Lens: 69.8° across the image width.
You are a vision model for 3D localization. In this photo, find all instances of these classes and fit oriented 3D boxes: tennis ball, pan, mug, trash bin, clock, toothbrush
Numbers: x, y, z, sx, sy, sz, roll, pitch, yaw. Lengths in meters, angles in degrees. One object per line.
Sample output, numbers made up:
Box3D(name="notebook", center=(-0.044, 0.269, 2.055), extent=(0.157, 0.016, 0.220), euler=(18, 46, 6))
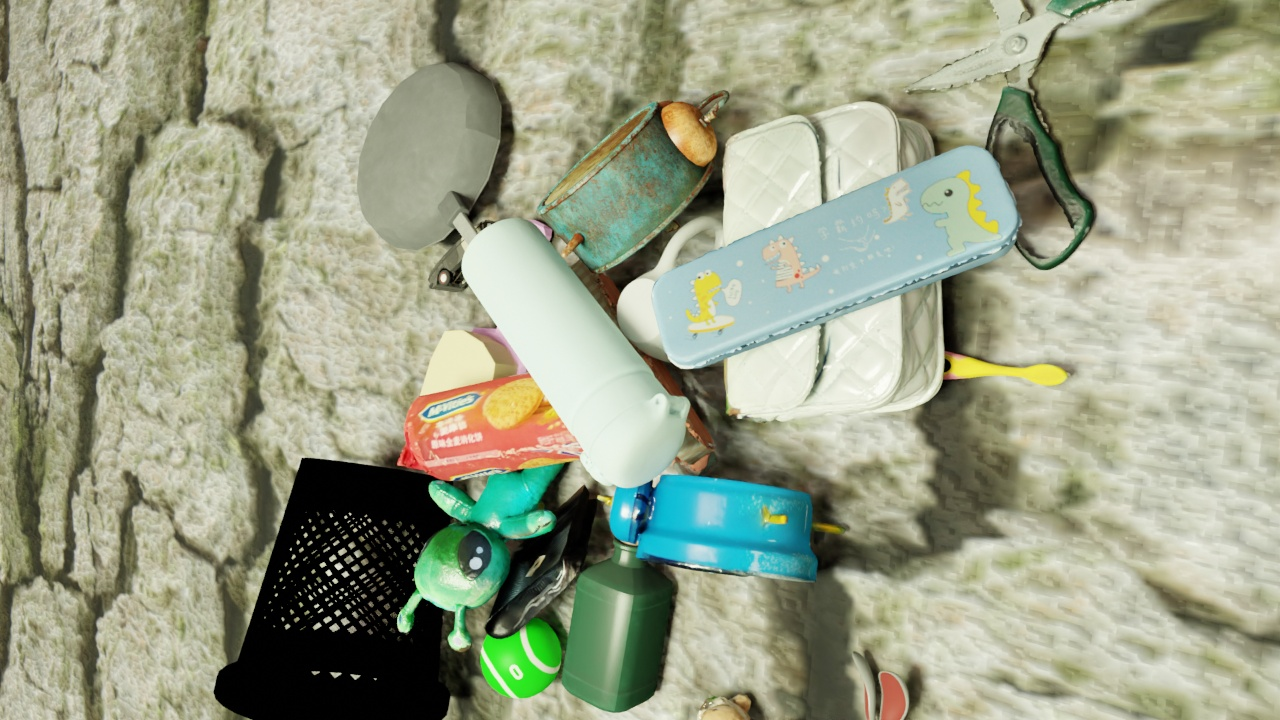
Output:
Box3D(name="tennis ball", center=(-0.097, 0.241, 0.747), extent=(0.065, 0.065, 0.065), euler=(-1, 88, 38))
Box3D(name="pan", center=(-0.161, -0.131, 0.777), extent=(0.179, 0.041, 0.357), euler=(-49, 50, 18))
Box3D(name="mug", center=(0.032, -0.049, 0.638), extent=(0.071, 0.089, 0.107), euler=(17, 99, 37))
Box3D(name="trash bin", center=(-0.249, 0.195, 0.805), extent=(0.196, 0.195, 0.199), euler=(4, 82, 38))
Box3D(name="clock", center=(0.043, 0.109, 0.610), extent=(0.162, 0.116, 0.060), euler=(3, 80, 34))
Box3D(name="toothbrush", center=(0.191, 0.004, 0.560), extent=(0.136, 0.016, 0.021), euler=(6, 94, 42))
Box3D(name="clock", center=(0.006, -0.130, 0.648), extent=(0.158, 0.121, 0.073), euler=(-42, 107, 6))

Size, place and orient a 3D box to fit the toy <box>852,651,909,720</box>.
Box3D(name="toy", center=(0.149, 0.243, 0.576), extent=(0.049, 0.030, 0.111), euler=(-173, 84, -66))

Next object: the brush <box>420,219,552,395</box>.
Box3D(name="brush", center=(-0.132, -0.013, 0.795), extent=(0.089, 0.043, 0.229), euler=(30, 107, 35))

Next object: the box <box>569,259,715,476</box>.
Box3D(name="box", center=(-0.001, 0.003, 0.689), extent=(0.048, 0.085, 0.187), euler=(-32, 64, 3))

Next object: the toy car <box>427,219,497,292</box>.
Box3D(name="toy car", center=(-0.150, -0.093, 0.813), extent=(0.092, 0.040, 0.037), euler=(-36, 66, 32))

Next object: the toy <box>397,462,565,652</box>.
Box3D(name="toy", center=(-0.120, 0.137, 0.735), extent=(0.131, 0.072, 0.192), euler=(9, 56, 38))

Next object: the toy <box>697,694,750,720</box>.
Box3D(name="toy", center=(0.076, 0.263, 0.617), extent=(0.085, 0.074, 0.106), euler=(-40, 38, -3))

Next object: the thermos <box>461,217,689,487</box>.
Box3D(name="thermos", center=(-0.046, -0.008, 0.610), extent=(0.078, 0.065, 0.207), euler=(-49, 58, 19))

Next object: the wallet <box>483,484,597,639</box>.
Box3D(name="wallet", center=(-0.076, 0.160, 0.727), extent=(0.026, 0.089, 0.115), euler=(37, 120, -13))

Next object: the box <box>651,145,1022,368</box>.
Box3D(name="box", center=(0.103, -0.056, 0.517), extent=(0.210, 0.037, 0.065), euler=(-21, 73, 17))

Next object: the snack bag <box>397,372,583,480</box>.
Box3D(name="snack bag", center=(-0.099, 0.049, 0.719), extent=(0.177, 0.082, 0.082), euler=(-11, 82, 16))

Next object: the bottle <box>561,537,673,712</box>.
Box3D(name="bottle", center=(-0.014, 0.186, 0.686), extent=(0.061, 0.061, 0.131), euler=(13, 97, 35))

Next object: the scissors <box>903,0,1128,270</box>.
Box3D(name="scissors", center=(0.252, -0.160, 0.516), extent=(0.202, 0.015, 0.202), euler=(-17, 80, 36))

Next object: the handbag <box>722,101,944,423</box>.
Box3D(name="handbag", center=(0.111, -0.060, 0.578), extent=(0.139, 0.072, 0.194), euler=(-7, 79, 40))
